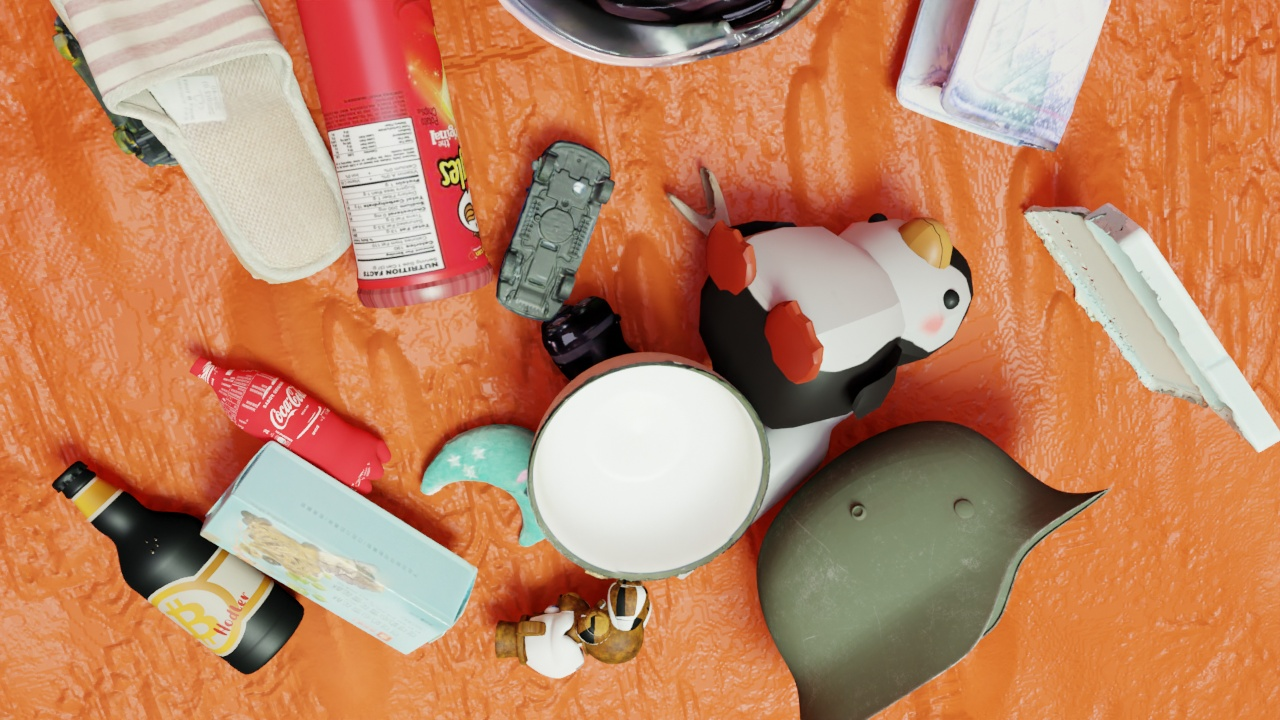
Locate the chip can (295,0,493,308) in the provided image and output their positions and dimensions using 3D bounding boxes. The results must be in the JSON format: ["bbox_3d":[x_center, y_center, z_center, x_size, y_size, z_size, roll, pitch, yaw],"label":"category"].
[{"bbox_3d":[-0.153,-0.145,0.565,0.087,0.087,0.213,-11,105,-6],"label":"chip can"}]

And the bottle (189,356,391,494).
[{"bbox_3d":[-0.238,0.041,0.623,0.141,0.042,0.042,35,97,-16],"label":"bottle"}]

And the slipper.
[{"bbox_3d":[-0.257,-0.166,0.538,0.114,0.052,0.263,-38,115,-27],"label":"slipper"}]

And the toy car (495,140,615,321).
[{"bbox_3d":[-0.061,-0.087,0.616,0.056,0.043,0.120,20,98,-13],"label":"toy car"}]

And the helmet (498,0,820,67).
[{"bbox_3d":[0.010,-0.290,0.517,0.230,0.152,0.255,37,98,-19],"label":"helmet"}]

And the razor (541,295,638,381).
[{"bbox_3d":[-0.004,0.004,0.645,0.140,0.053,0.064,27,105,-16],"label":"razor"}]

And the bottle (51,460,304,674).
[{"bbox_3d":[-0.318,0.136,0.626,0.059,0.059,0.181,-42,107,3],"label":"bottle"}]

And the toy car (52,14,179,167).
[{"bbox_3d":[-0.311,-0.170,0.561,0.049,0.030,0.107,-25,109,-3],"label":"toy car"}]

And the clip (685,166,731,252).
[{"bbox_3d":[0.051,-0.105,0.640,0.049,0.026,0.061,14,103,-14],"label":"clip"}]

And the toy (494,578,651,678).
[{"bbox_3d":[-0.049,0.199,0.679,0.112,0.087,0.067,-1,66,3],"label":"toy"}]

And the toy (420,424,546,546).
[{"bbox_3d":[-0.097,0.087,0.664,0.105,0.033,0.085,35,108,-17],"label":"toy"}]

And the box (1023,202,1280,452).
[{"bbox_3d":[0.363,-0.031,0.649,0.044,0.136,0.197,-40,107,8],"label":"box"}]

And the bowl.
[{"bbox_3d":[0.002,0.061,0.599,0.153,0.072,0.153,-3,112,-7],"label":"bowl"}]

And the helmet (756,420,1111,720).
[{"bbox_3d":[0.183,0.134,0.643,0.268,0.227,0.153,-38,66,12],"label":"helmet"}]

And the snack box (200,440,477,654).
[{"bbox_3d":[-0.205,0.132,0.631,0.174,0.053,0.075,38,134,-16],"label":"snack box"}]

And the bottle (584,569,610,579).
[{"bbox_3d":[-0.021,0.103,0.674,0.043,0.043,0.111,4,106,-10],"label":"bottle"}]

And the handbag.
[{"bbox_3d":[0.254,-0.232,0.620,0.126,0.069,0.159,8,104,-26],"label":"handbag"}]

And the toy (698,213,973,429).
[{"bbox_3d":[0.139,-0.031,0.624,0.183,0.159,0.140,-18,147,-25],"label":"toy"}]

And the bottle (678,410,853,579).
[{"bbox_3d":[0.089,0.079,0.672,0.195,0.052,0.052,-41,107,8],"label":"bottle"}]
